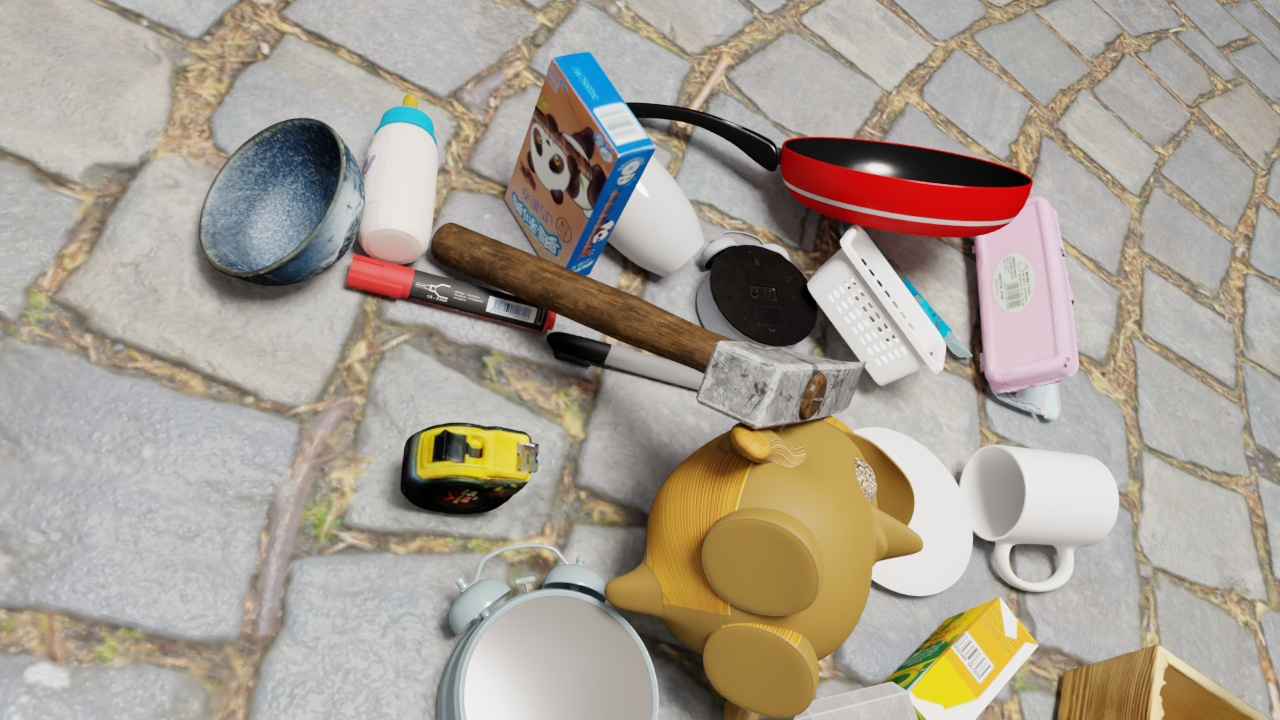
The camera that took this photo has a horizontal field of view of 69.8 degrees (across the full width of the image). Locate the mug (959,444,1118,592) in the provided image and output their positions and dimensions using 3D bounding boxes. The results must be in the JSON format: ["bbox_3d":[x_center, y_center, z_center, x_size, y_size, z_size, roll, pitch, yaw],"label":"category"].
[{"bbox_3d":[0.309,0.125,0.718,0.090,0.074,0.110,7,84,-20],"label":"mug"}]

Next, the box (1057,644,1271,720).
[{"bbox_3d":[0.399,0.348,0.533,0.257,0.216,0.278,35,51,-4],"label":"box"}]

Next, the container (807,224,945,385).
[{"bbox_3d":[0.189,-0.040,0.744,0.129,0.050,0.080,53,27,-3],"label":"container"}]

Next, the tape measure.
[{"bbox_3d":[-0.108,0.066,0.557,0.072,0.072,0.042,11,61,-26],"label":"tape measure"}]

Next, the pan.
[{"bbox_3d":[0.152,-0.170,0.799,0.356,0.067,0.208,9,22,6],"label":"pan"}]

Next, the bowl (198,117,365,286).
[{"bbox_3d":[-0.222,-0.093,0.600,0.114,0.061,0.114,-10,63,20],"label":"bowl"}]

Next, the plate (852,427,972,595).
[{"bbox_3d":[0.194,0.115,0.701,0.134,0.011,0.134,11,57,-18],"label":"plate"}]

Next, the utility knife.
[{"bbox_3d":[0.237,-0.067,0.829,0.031,0.015,0.173,-34,80,-31],"label":"utility knife"}]

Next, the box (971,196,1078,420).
[{"bbox_3d":[0.358,-0.044,0.848,0.095,0.088,0.201,43,44,-39],"label":"box"}]

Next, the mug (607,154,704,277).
[{"bbox_3d":[0.008,-0.119,0.732,0.089,0.071,0.107,47,23,-10],"label":"mug"}]

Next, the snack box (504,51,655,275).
[{"bbox_3d":[-0.048,-0.132,0.653,0.034,0.152,0.087,-22,72,-31],"label":"snack box"}]

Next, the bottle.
[{"bbox_3d":[-0.173,-0.140,0.665,0.051,0.051,0.146,9,58,-19],"label":"bottle"}]

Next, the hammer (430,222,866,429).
[{"bbox_3d":[-0.002,-0.032,0.631,0.301,0.037,0.217,24,10,26],"label":"hammer"}]

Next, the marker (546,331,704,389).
[{"bbox_3d":[-0.004,0.004,0.679,0.138,0.016,0.022,17,87,-16],"label":"marker"}]

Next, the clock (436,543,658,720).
[{"bbox_3d":[-0.054,0.182,0.528,0.122,0.045,0.159,-4,64,-27],"label":"clock"}]

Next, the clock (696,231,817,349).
[{"bbox_3d":[0.091,-0.054,0.743,0.094,0.035,0.122,5,58,-22],"label":"clock"}]

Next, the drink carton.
[{"bbox_3d":[0.209,0.213,0.619,0.122,0.058,0.041,-29,76,-35],"label":"drink carton"}]

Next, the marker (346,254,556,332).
[{"bbox_3d":[-0.130,-0.045,0.645,0.145,0.021,0.023,14,49,-16],"label":"marker"}]

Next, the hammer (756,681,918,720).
[{"bbox_3d":[0.170,0.223,0.432,0.082,0.319,0.162,-2,62,-26],"label":"hammer"}]

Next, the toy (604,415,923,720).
[{"bbox_3d":[0.093,0.104,0.577,0.163,0.199,0.202,8,24,24],"label":"toy"}]
